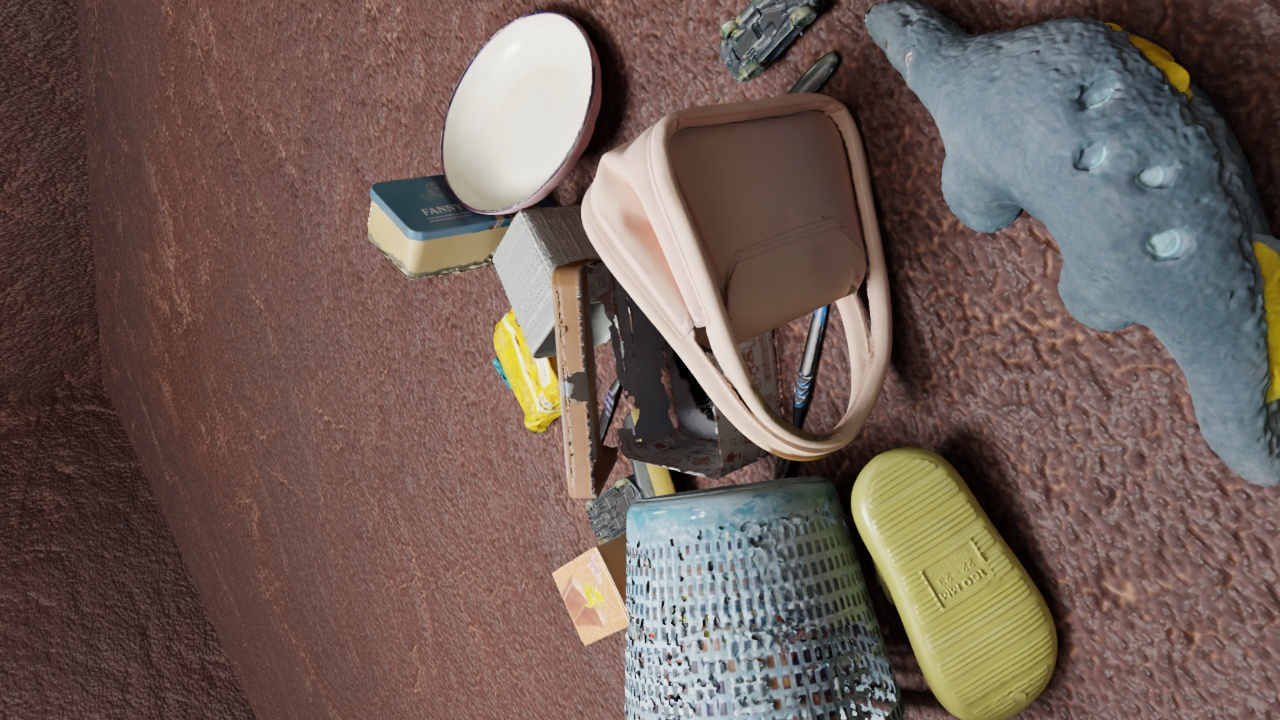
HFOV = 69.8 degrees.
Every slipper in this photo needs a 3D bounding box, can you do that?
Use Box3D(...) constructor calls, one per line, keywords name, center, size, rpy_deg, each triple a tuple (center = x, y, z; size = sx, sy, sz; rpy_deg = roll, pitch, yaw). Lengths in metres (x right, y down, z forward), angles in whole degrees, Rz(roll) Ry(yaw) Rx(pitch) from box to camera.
Box3D(name="slipper", center=(0.204, 0.144, 0.617), size=(0.190, 0.091, 0.081), rpy_deg=(63, -179, -1))

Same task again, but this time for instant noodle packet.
Box3D(name="instant noodle packet", center=(-0.107, 0.004, 0.954), size=(0.111, 0.044, 0.128), rpy_deg=(-41, 68, 56))

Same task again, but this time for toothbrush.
Box3D(name="toothbrush", center=(-0.033, 0.048, 0.905), size=(0.014, 0.016, 0.189), rpy_deg=(46, 135, 30))
Box3D(name="toothbrush", center=(0.086, -0.166, 0.688), size=(0.182, 0.018, 0.015), rpy_deg=(-41, 68, 47))
Box3D(name="toothbrush", center=(0.125, 0.014, 0.703), size=(0.014, 0.016, 0.190), rpy_deg=(28, 122, 36))

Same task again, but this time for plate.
Box3D(name="plate", center=(-0.105, -0.220, 0.836), size=(0.193, 0.039, 0.192), rpy_deg=(-12, 71, 36))

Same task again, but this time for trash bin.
Box3D(name="trash bin", center=(0.077, 0.186, 0.644), size=(0.227, 0.226, 0.195), rpy_deg=(-16, 79, 51))

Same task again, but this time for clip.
Box3D(name="clip", center=(-0.145, 0.013, 1.023), size=(0.056, 0.040, 0.014), rpy_deg=(47, 133, 40))

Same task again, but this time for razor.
Box3D(name="razor", center=(0.025, 0.119, 0.838), size=(0.068, 0.062, 0.167), rpy_deg=(-24, 77, 21))

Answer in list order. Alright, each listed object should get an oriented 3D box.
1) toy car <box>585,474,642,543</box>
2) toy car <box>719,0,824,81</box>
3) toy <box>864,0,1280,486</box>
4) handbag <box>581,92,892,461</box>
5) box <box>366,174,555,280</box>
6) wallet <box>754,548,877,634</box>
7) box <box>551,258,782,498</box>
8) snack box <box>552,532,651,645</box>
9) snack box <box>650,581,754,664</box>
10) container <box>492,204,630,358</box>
Box3D(name="toy car", center=(-0.018, 0.148, 0.909), size=(0.106, 0.031, 0.049), rpy_deg=(-41, 71, 50))
Box3D(name="toy car", center=(0.092, -0.234, 0.640), size=(0.091, 0.034, 0.043), rpy_deg=(-40, 69, 47))
Box3D(name="toy", center=(0.235, -0.099, 0.485), size=(0.356, 0.091, 0.138), rpy_deg=(57, 166, 22))
Box3D(name="handbag", center=(0.086, -0.049, 0.596), size=(0.094, 0.192, 0.234), rpy_deg=(-24, 89, 53))
Box3D(name="box", center=(-0.175, -0.133, 0.878), size=(0.090, 0.183, 0.061), rpy_deg=(43, 129, 26))
Box3D(name="wallet", center=(0.123, 0.166, 0.747), size=(0.101, 0.032, 0.125), rpy_deg=(59, 137, 16))
Box3D(name="box", center=(-0.007, 0.005, 0.728), size=(0.153, 0.177, 0.182), rpy_deg=(4, 106, 48))
Box3D(name="snack box", center=(-0.013, 0.209, 0.875), size=(0.095, 0.092, 0.077), rpy_deg=(-42, 70, 49))
Box3D(name="snack box", center=(0.059, 0.236, 0.804), size=(0.082, 0.091, 0.080), rpy_deg=(61, 146, 16))
Box3D(name="container", center=(-0.073, -0.077, 0.852), size=(0.090, 0.090, 0.114), rpy_deg=(-49, 63, 46))
